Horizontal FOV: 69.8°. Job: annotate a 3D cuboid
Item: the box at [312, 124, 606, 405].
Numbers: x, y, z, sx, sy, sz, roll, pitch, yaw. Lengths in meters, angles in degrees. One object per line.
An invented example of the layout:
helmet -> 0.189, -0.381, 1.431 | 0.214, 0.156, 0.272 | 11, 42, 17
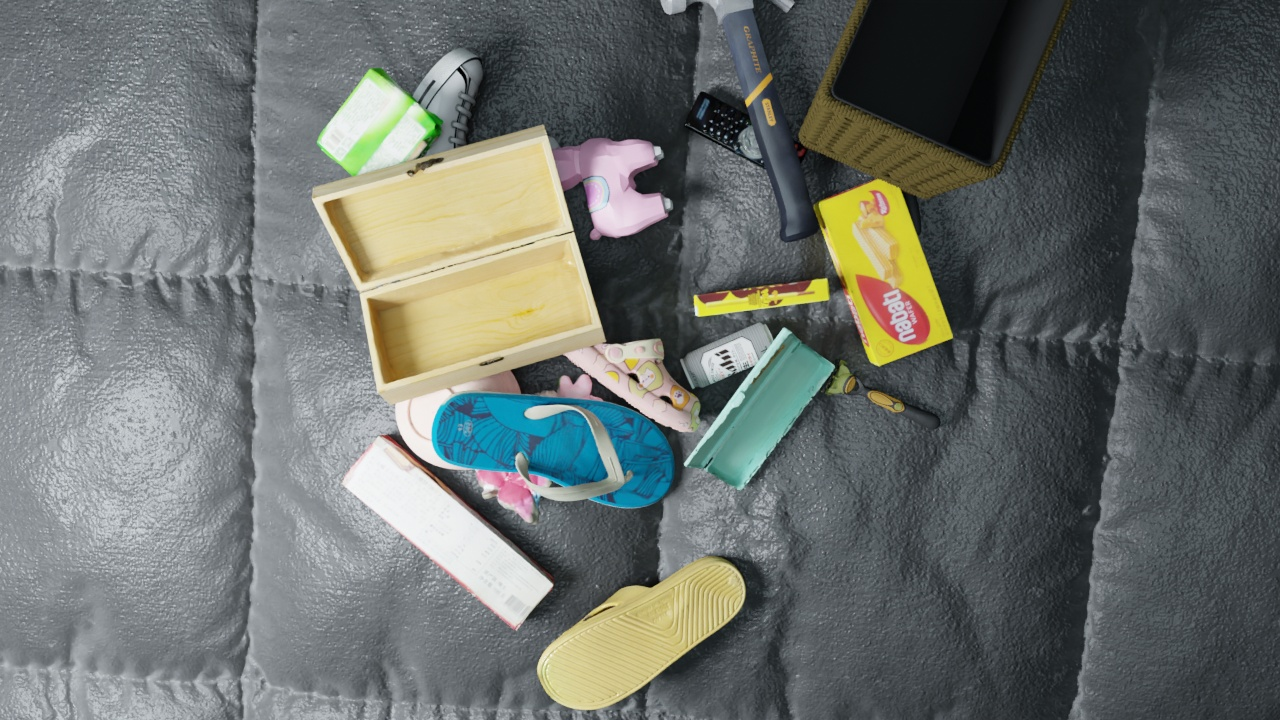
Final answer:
box -> -0.188, -0.102, 0.989 | 0.247, 0.118, 0.253 | -16, 106, -2

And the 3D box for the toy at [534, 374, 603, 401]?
toy -> -0.092, 0.066, 1.076 | 0.109, 0.041, 0.095 | -38, 81, 2

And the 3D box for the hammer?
hammer -> 0.130, -0.284, 1.021 | 0.139, 0.035, 0.312 | -17, 92, -8

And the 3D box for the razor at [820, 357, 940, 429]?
razor -> 0.285, 0.046, 1.072 | 0.144, 0.021, 0.044 | 24, 96, -3

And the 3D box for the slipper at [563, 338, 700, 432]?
slipper -> -0.006, 0.006, 1.048 | 0.197, 0.093, 0.081 | 34, 86, 4

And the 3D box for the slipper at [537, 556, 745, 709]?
slipper -> 0.002, 0.316, 1.083 | 0.263, 0.078, 0.099 | -28, 94, -13

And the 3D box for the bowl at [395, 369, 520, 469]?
bowl -> -0.218, 0.057, 1.046 | 0.153, 0.076, 0.153 | 1, 93, 16

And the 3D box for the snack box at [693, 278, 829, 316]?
snack box -> 0.136, -0.072, 1.044 | 0.149, 0.061, 0.025 | -7, 94, 2

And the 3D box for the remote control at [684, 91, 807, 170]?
remote control -> 0.120, -0.254, 1.047 | 0.140, 0.021, 0.045 | 27, 88, -4

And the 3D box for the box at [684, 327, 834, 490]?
box -> 0.129, 0.054, 1.036 | 0.187, 0.055, 0.138 | -53, 136, 5

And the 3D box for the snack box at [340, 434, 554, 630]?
snack box -> -0.228, 0.203, 1.094 | 0.273, 0.044, 0.076 | 40, 90, -3

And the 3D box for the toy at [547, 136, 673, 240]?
toy -> -0.048, -0.198, 1.036 | 0.157, 0.067, 0.123 | -9, 97, 7

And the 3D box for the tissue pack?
tissue pack -> -0.274, -0.236, 0.969 | 0.099, 0.034, 0.114 | 43, 101, 1

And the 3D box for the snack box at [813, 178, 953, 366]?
snack box -> 0.275, -0.102, 1.045 | 0.092, 0.042, 0.200 | -21, 94, 3

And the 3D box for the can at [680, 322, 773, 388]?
can -> 0.102, -0.005, 1.060 | 0.106, 0.044, 0.044 | -23, 94, 4

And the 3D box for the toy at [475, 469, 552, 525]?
toy -> -0.147, 0.147, 1.085 | 0.102, 0.050, 0.065 | 25, 81, 26

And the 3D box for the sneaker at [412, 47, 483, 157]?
sneaker -> -0.221, -0.221, 1.028 | 0.097, 0.091, 0.245 | 26, 94, -1

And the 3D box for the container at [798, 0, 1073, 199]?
container -> 0.296, -0.333, 0.918 | 0.176, 0.205, 0.321 | 24, 86, -1

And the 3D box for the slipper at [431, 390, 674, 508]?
slipper -> -0.083, 0.097, 1.021 | 0.294, 0.060, 0.118 | 14, 89, -23

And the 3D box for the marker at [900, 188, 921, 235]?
marker -> 0.304, -0.208, 1.046 | 0.018, 0.015, 0.134 | -10, 96, 34
